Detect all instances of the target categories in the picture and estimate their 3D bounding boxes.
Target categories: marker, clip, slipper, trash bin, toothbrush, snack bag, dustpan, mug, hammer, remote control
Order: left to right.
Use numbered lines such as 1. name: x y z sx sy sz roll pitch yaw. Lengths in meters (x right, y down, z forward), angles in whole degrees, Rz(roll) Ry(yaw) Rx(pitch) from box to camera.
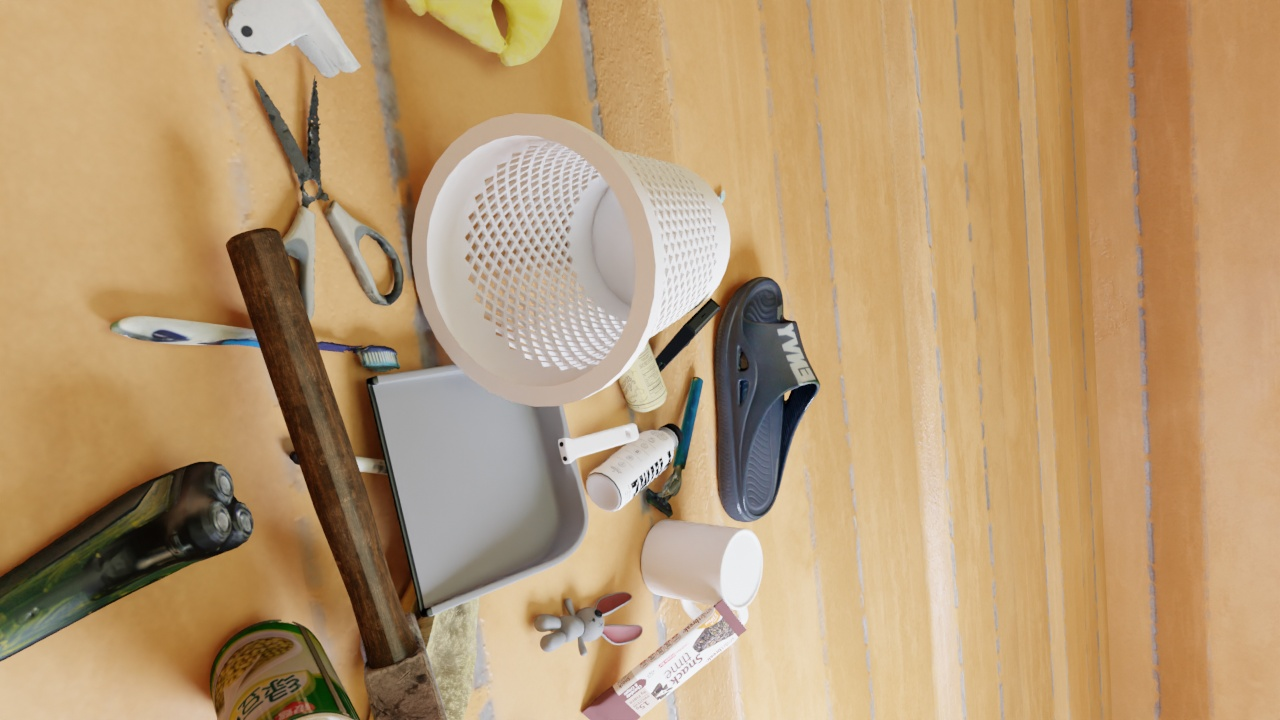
1. toothbrush: -0.226 -0.008 0.565 0.188 0.016 0.017 9 50 -52
2. clip: -0.221 -0.216 0.564 0.102 0.058 0.051 60 23 -31
3. hammer: -0.169 0.066 0.500 0.037 0.218 0.300 -18 92 -17
4. marker: -0.175 0.074 0.638 0.152 0.011 0.011 17 76 -51
5. dustpan: -0.084 0.077 0.709 0.257 0.033 0.163 -9 85 -57
6. trash bin: -0.031 -0.083 0.697 0.199 0.196 0.195 -23 108 -60
7. snack bag: 0.024 0.278 0.822 0.158 0.013 0.057 -37 127 -5
8. remote control: 0.036 -0.017 0.812 0.013 0.150 0.034 44 72 2
9. mug: 0.063 0.209 0.874 0.073 0.091 0.110 -35 116 -46
10. slipper: 0.138 0.042 0.981 0.110 0.083 0.268 5 88 -50

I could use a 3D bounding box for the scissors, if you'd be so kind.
1. scissors: -0.208 -0.091 0.593 0.157 0.013 0.165 47 55 -44

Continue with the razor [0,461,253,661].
1. razor: -0.275 0.106 0.468 0.151 0.067 0.054 -33 112 -38

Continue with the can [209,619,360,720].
1. can: -0.196 0.199 0.508 0.067 0.121 0.067 -8 105 -31

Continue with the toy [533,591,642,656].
1. toy: -0.045 0.226 0.786 0.111 0.030 0.049 7 56 -49

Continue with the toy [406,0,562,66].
1. toy: -0.114 -0.306 0.674 0.170 0.065 0.155 16 83 -50

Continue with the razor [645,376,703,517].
1. razor: 0.041 0.081 0.904 0.042 0.022 0.143 42 57 -44

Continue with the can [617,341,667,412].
1. can: -0.005 0.005 0.832 0.038 0.038 0.079 -46 124 -42

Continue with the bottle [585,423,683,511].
1. bottle: 0.000 0.092 0.836 0.115 0.041 0.041 -35 117 -46

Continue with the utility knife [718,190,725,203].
1. utility knife: 0.050 -0.122 0.924 0.022 0.015 0.178 58 45 -32

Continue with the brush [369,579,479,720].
1. brush: -0.151 0.232 0.640 0.059 0.043 0.195 26 68 -49
